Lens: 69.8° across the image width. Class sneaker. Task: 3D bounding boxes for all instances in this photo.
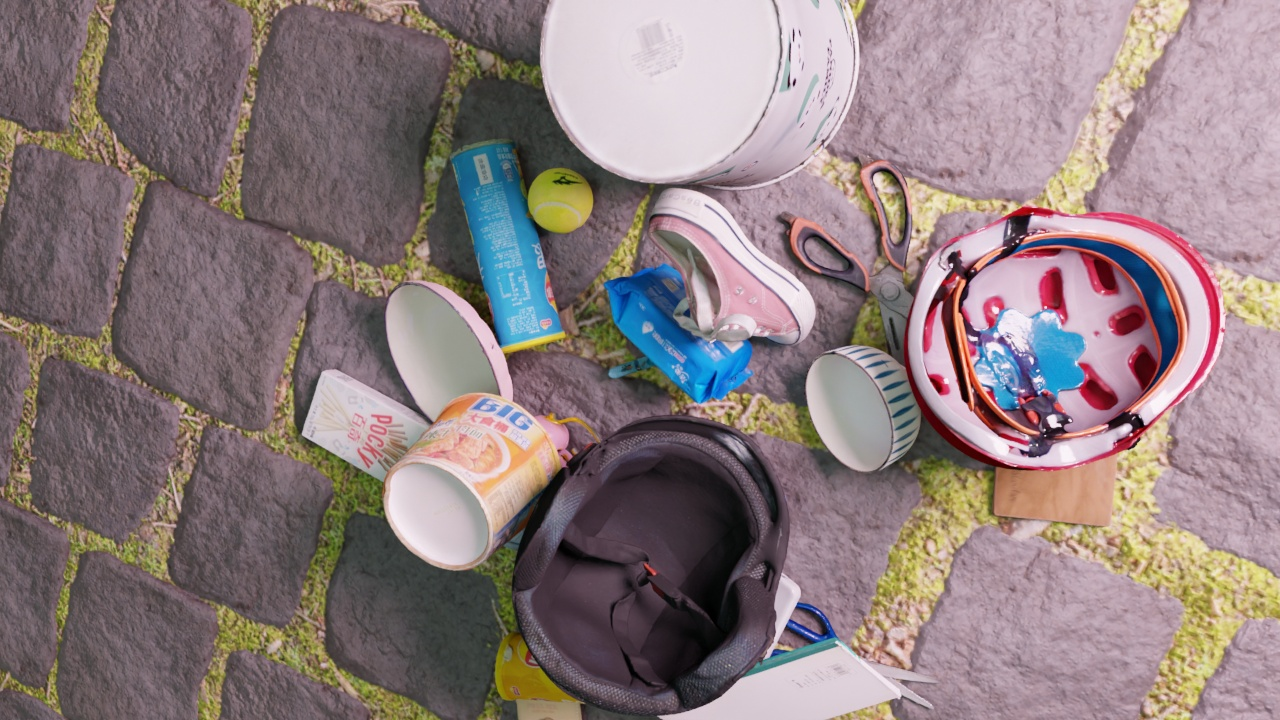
[{"bbox_3d":[0.074,-0.055,0.800,0.118,0.241,0.087,15,77,37],"label":"sneaker"}]

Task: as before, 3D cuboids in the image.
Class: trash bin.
[{"bbox_3d":[0.052,-0.246,0.758,0.230,0.251,0.230,5,107,18],"label":"trash bin"}]

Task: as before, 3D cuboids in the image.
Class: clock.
[{"bbox_3d":[-0.103,0.126,0.970,0.117,0.059,0.159,48,109,9],"label":"clock"}]

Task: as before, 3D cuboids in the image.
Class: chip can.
[{"bbox_3d":[-0.043,0.327,0.966,0.214,0.072,0.072,-3,95,18],"label":"chip can"},{"bbox_3d":[-0.137,-0.116,0.948,0.071,0.071,0.210,-14,91,19],"label":"chip can"}]

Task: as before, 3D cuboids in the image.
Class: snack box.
[{"bbox_3d":[-0.309,0.080,1.051,0.157,0.026,0.085,26,103,15],"label":"snack box"}]

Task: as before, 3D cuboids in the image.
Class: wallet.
[{"bbox_3d":[-0.095,0.417,1.019,0.087,0.024,0.115,-3,94,24],"label":"wallet"},{"bbox_3d":[0.374,0.091,0.828,0.101,0.020,0.115,2,99,20],"label":"wallet"}]

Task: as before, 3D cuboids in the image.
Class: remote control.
[{"bbox_3d":[0.113,0.272,0.927,0.056,0.020,0.136,32,106,34],"label":"remote control"}]

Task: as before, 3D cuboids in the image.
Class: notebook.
[{"bbox_3d":[0.125,0.326,0.882,0.210,0.012,0.150,-26,132,22],"label":"notebook"}]

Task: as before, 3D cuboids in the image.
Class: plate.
[{"bbox_3d":[-0.195,0.001,0.962,0.192,0.038,0.193,27,133,33],"label":"plate"}]

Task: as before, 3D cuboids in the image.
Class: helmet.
[{"bbox_3d":[0.333,-0.011,0.766,0.240,0.144,0.206,-18,74,-1],"label":"helmet"},{"bbox_3d":[0.007,0.184,0.854,0.233,0.230,0.274,38,77,-1],"label":"helmet"}]

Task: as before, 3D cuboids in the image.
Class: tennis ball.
[{"bbox_3d":[-0.081,-0.161,0.926,0.065,0.065,0.065,2,97,18],"label":"tennis ball"}]

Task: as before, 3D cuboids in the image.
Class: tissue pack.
[{"bbox_3d":[0.038,-0.028,0.886,0.157,0.094,0.052,45,124,10],"label":"tissue pack"}]

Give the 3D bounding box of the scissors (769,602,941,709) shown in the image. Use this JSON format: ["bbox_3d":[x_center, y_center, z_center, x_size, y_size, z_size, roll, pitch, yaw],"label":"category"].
[{"bbox_3d":[0.208,0.291,0.909,0.170,0.012,0.144,-17,91,18],"label":"scissors"}]

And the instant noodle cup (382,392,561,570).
[{"bbox_3d":[-0.166,0.121,0.880,0.151,0.111,0.151,10,116,20],"label":"instant noodle cup"}]

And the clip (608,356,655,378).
[{"bbox_3d":[-0.005,0.006,0.944,0.055,0.037,0.013,-17,91,8],"label":"clip"}]

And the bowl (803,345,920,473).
[{"bbox_3d":[0.212,0.038,0.840,0.066,0.117,0.116,-20,89,-24],"label":"bowl"}]

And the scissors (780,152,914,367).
[{"bbox_3d":[0.222,-0.084,0.861,0.224,0.015,0.189,27,103,13],"label":"scissors"}]
